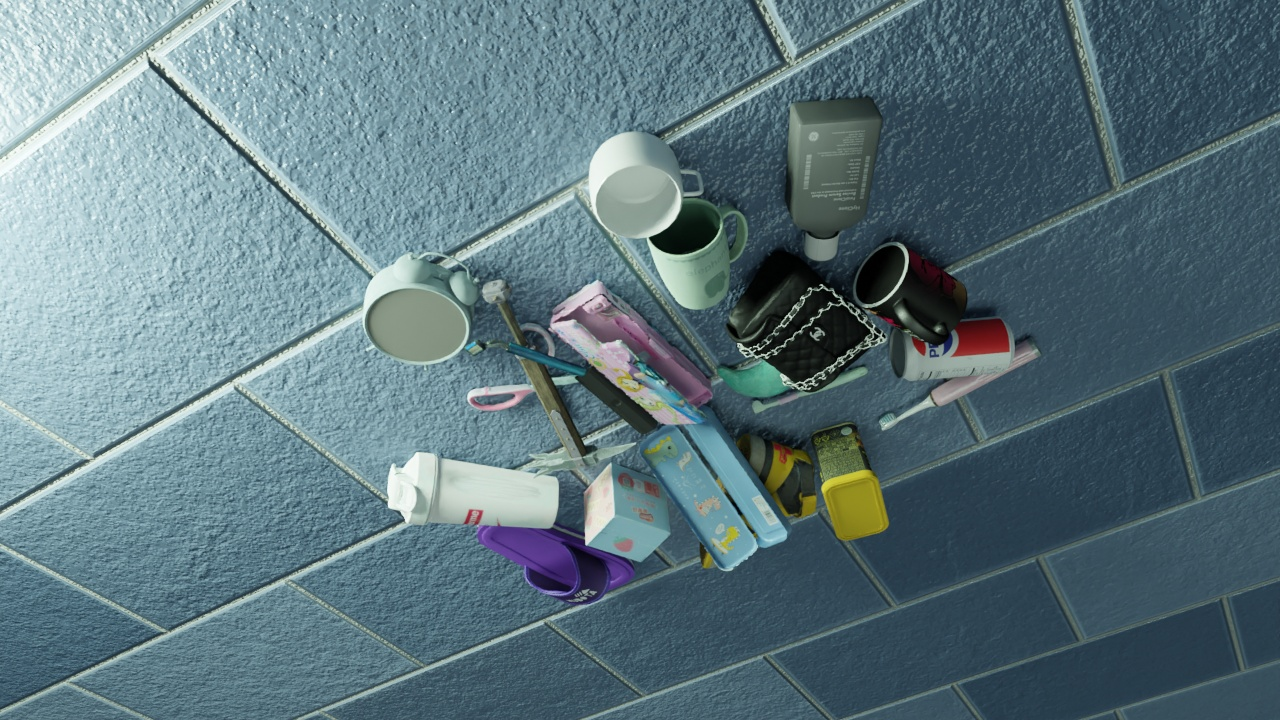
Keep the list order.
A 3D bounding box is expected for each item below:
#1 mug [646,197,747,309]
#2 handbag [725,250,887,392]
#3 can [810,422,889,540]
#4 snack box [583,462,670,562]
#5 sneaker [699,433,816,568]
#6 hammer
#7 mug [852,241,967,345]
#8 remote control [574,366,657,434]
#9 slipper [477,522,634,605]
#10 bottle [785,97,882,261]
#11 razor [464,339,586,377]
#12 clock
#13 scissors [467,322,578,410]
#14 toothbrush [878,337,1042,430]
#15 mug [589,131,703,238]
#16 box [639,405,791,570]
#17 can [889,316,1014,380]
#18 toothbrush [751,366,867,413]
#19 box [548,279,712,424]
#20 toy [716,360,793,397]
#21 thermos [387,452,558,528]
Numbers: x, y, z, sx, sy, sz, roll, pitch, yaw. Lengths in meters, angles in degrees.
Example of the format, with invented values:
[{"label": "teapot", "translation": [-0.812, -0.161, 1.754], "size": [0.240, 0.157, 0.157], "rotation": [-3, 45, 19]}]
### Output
[{"label": "mug", "translation": [0.069, -0.119, 0.994], "size": [0.111, 0.084, 0.104], "rotation": [-37, 143, -10]}, {"label": "handbag", "translation": [0.188, -0.028, 1.045], "size": [0.153, 0.114, 0.125], "rotation": [32, 106, -33]}, {"label": "can", "translation": [0.283, 0.164, 1.253], "size": [0.072, 0.100, 0.131], "rotation": [-17, 132, 10]}, {"label": "snack box", "translation": [-0.020, 0.211, 1.272], "size": [0.093, 0.094, 0.080], "rotation": [23, 127, -25]}, {"label": "sneaker", "translation": [0.167, 0.207, 1.289], "size": [0.122, 0.085, 0.239], "rotation": [11, 127, -10]}, {"label": "hammer", "translation": [-0.115, 0.025, 1.112], "size": [0.147, 0.028, 0.317], "rotation": [-11, 133, 12]}, {"label": "mug", "translation": [0.308, -0.065, 1.032], "size": [0.098, 0.117, 0.082], "rotation": [25, 126, -26]}, {"label": "remote control", "translation": [-0.029, 0.050, 1.169], "size": [0.033, 0.015, 0.147], "rotation": [-31, 133, 18]}, {"label": "slipper", "translation": [-0.125, 0.307, 1.357], "size": [0.266, 0.083, 0.107], "rotation": [34, 122, -31]}, {"label": "bottle", "translation": [0.196, -0.183, 0.961], "size": [0.084, 0.046, 0.174], "rotation": [-5, 133, -1]}, {"label": "razor", "translation": [-0.127, -0.005, 1.052], "size": [0.143, 0.022, 0.042], "rotation": [14, 165, -25]}, {"label": "clock", "translation": [-0.245, -0.060, 1.034], "size": [0.122, 0.045, 0.160], "rotation": [20, 129, -23]}, {"label": "scissors", "translation": [-0.135, 0.019, 1.138], "size": [0.170, 0.013, 0.177], "rotation": [-6, 133, 1]}, {"label": "toothbrush", "translation": [0.412, 0.035, 1.198], "size": [0.223, 0.026, 0.027], "rotation": [-31, 148, 22]}, {"label": "mug", "translation": [0.006, -0.179, 0.931], "size": [0.115, 0.068, 0.094], "rotation": [-3, 133, -3]}, {"label": "box", "translation": [0.099, 0.166, 1.209], "size": [0.125, 0.043, 0.209], "rotation": [-35, 90, 25]}, {"label": "can", "translation": [0.378, -0.014, 1.119], "size": [0.132, 0.070, 0.070], "rotation": [-5, 133, -1]}, {"label": "toothbrush", "translation": [0.219, 0.037, 1.189], "size": [0.155, 0.015, 0.022], "rotation": [-20, 133, 12]}, {"label": "box", "translation": [-0.006, 0.008, 1.101], "size": [0.085, 0.070, 0.230], "rotation": [-32, 128, 22]}, {"label": "toy", "translation": [0.156, 0.006, 1.144], "size": [0.085, 0.033, 0.105], "rotation": [35, 120, -15]}, {"label": "thermos", "translation": [-0.222, 0.178, 1.225], "size": [0.220, 0.099, 0.100], "rotation": [9, 131, -18]}]
